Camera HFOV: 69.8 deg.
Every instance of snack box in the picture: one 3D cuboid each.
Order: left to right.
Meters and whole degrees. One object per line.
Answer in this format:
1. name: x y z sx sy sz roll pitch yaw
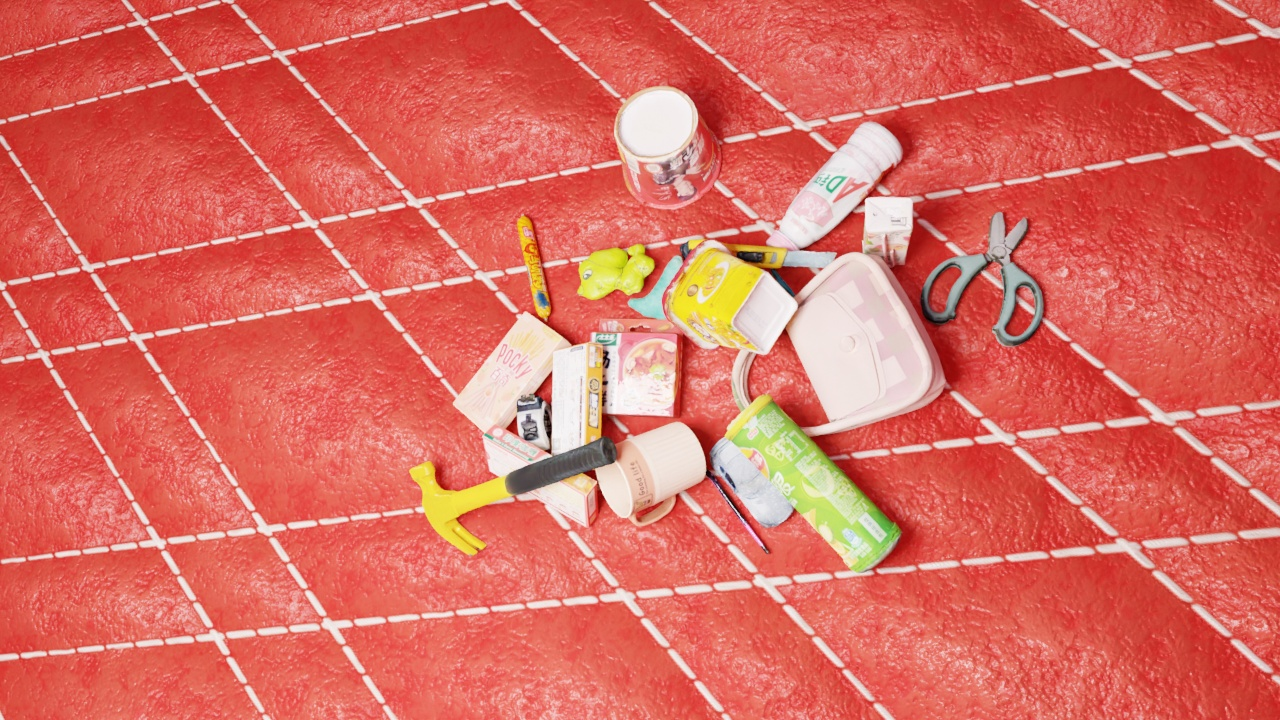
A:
1. snack box: -0.167 0.018 1.188 0.084 0.026 0.157 34 84 38
2. snack box: -0.122 0.141 1.124 0.156 0.077 0.026 27 55 20
3. snack box: -0.078 0.058 1.123 0.075 0.026 0.153 -11 75 50
4. snack box: -0.007 0.007 1.144 0.113 0.044 0.127 1 83 15

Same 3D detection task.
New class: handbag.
1. handbag: 0.219 0.001 1.087 0.234 0.093 0.193 -28 69 16

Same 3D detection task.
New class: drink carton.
1. drink carton: 0.290 -0.148 1.082 0.053 0.122 0.045 1 76 12

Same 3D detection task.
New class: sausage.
1. sausage: -0.144 -0.127 1.240 0.021 0.021 0.165 -18 71 8

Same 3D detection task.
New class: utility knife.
1. utility knife: 0.140 -0.132 1.138 0.217 0.015 0.033 8 108 33

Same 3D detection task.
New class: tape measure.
1. tape measure: -0.131 0.081 1.150 0.033 0.066 0.066 -9 70 11

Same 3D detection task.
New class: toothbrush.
1. toothbrush: 0.097 0.153 1.100 0.017 0.014 0.189 -35 69 -8

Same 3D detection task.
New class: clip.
1. clip: 0.175 -0.093 1.153 0.047 0.014 0.057 -37 69 -1

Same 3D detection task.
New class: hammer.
1. hammer: -0.150 0.147 1.087 0.302 0.032 0.129 -23 93 33

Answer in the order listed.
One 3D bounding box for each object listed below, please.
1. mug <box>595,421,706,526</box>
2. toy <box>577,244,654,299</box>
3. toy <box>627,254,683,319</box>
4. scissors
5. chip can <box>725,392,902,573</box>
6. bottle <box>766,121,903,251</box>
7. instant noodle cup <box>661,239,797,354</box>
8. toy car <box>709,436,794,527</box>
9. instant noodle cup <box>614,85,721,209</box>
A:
1. mug: 0.013 0.139 1.079 0.105 0.115 0.082 -20 30 -26
2. toy: -0.034 -0.117 1.201 0.100 0.031 0.096 25 77 28
3. toy: 0.043 -0.089 1.177 0.096 0.030 0.092 27 85 17
4. scissors: 0.401 -0.101 1.095 0.171 0.019 0.176 -1 75 15
5. chip can: 0.194 0.138 1.031 0.072 0.072 0.221 -43 78 -1
6. bottle: 0.237 -0.206 1.145 0.197 0.068 0.068 -46 69 2
7. instant noodle cup: 0.108 -0.069 1.090 0.116 0.116 0.124 -56 37 -6
8. toy car: 0.132 0.141 1.083 0.054 0.037 0.120 -39 72 0
9. instant noodle cup: 0.031 -0.280 1.194 0.138 0.108 0.137 -4 73 13
